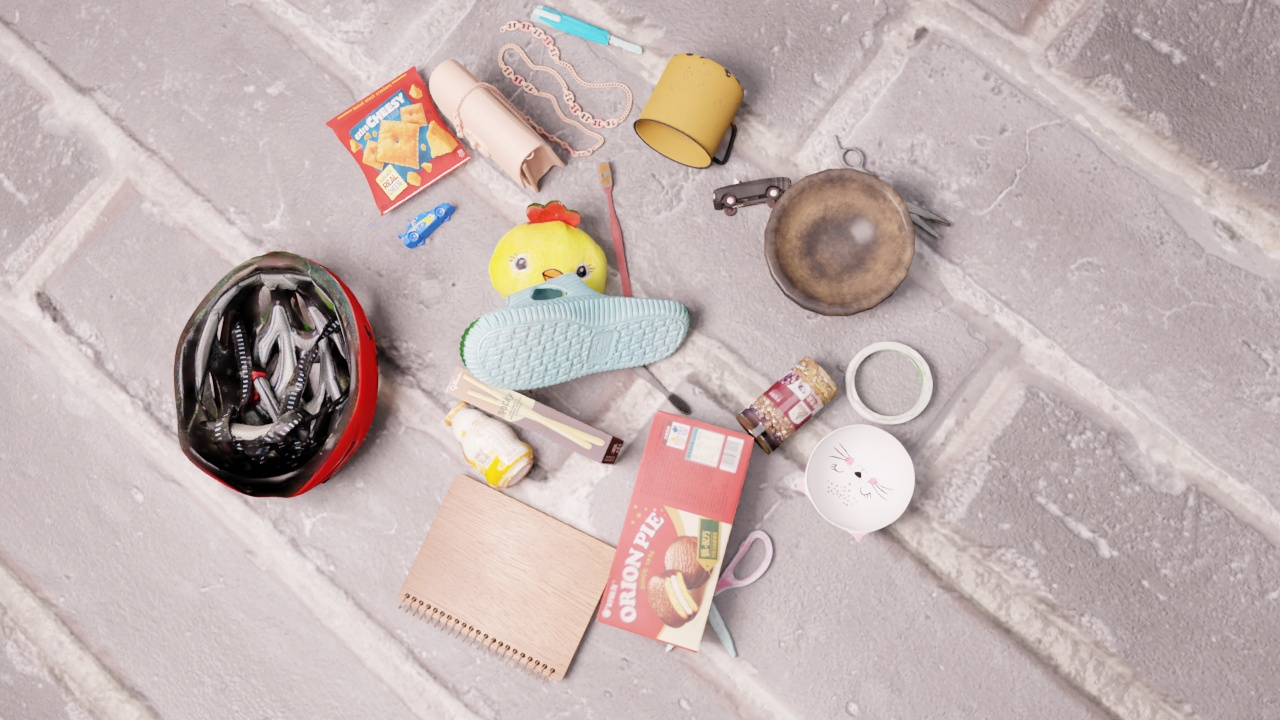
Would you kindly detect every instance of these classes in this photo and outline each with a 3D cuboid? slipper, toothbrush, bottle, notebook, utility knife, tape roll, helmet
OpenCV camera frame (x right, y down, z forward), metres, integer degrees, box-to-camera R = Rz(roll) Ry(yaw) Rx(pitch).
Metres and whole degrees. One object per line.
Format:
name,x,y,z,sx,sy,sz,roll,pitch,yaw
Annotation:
slipper,-0.070,-0.033,0.994,0.275,0.116,0.069,-7,41,-31
toothbrush,-0.006,0.006,1.065,0.167,0.013,0.013,41,88,12
bottle,0.163,0.050,1.018,0.105,0.056,0.056,-41,80,-1
bottle,-0.175,0.094,1.046,0.109,0.063,0.063,42,88,12
toothbrush,-0.028,-0.148,1.087,0.015,0.016,0.184,-10,83,-2
notebook,-0.151,0.249,1.043,0.210,0.022,0.169,24,84,9
utility knife,-0.066,-0.401,1.123,0.149,0.015,0.022,25,94,9
tape roll,0.278,0.025,1.029,0.094,0.018,0.093,-1,83,6
helmet,-0.397,0.017,1.026,0.217,0.167,0.271,-1,82,6

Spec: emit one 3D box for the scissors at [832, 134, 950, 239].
scissors,0.284,-0.201,1.060,0.160,0.014,0.120,6,83,10

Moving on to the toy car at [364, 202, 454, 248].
toy car,-0.277,-0.172,1.104,0.092,0.033,0.062,-44,87,-1

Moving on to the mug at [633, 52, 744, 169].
mug,0.066,-0.282,1.059,0.123,0.101,0.094,31,83,-32

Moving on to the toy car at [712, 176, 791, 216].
toy car,0.129,-0.195,1.061,0.092,0.040,0.037,-9,81,7

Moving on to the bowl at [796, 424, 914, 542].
bowl,0.236,0.129,1.002,0.115,0.050,0.114,-1,82,6

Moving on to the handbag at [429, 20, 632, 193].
handbag,-0.137,-0.321,1.069,0.199,0.116,0.187,44,89,10

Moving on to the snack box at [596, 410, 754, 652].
snack box,0.040,0.183,0.997,0.113,0.060,0.236,15,81,8

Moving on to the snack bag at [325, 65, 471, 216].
snack bag,-0.294,-0.267,1.118,0.131,0.039,0.144,-32,79,2

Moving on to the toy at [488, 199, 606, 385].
toy,-0.110,-0.076,1.050,0.133,0.092,0.207,8,92,-10

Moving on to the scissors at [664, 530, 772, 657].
scissors,0.079,0.244,1.022,0.175,0.013,0.170,-29,79,1

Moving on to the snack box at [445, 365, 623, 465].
snack box,-0.114,0.063,1.023,0.186,0.101,0.031,24,85,9

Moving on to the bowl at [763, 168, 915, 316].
bowl,0.219,-0.127,1.024,0.162,0.070,0.162,0,87,8
